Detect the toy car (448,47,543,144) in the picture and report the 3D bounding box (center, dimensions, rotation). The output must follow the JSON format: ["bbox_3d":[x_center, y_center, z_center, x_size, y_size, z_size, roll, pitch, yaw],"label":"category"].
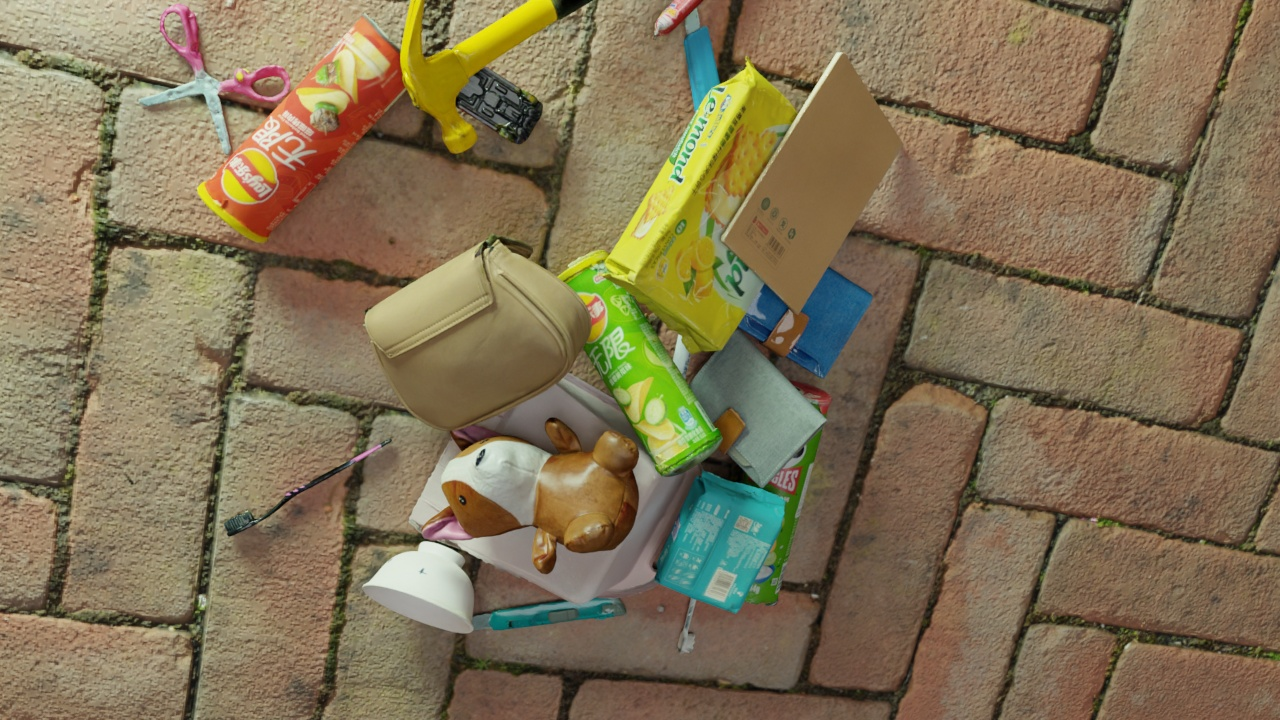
[{"bbox_3d":[-0.143,-0.244,0.846,0.106,0.031,0.049,28,97,-21],"label":"toy car"}]

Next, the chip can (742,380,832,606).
[{"bbox_3d":[0.141,0.141,0.973,0.072,0.072,0.236,9,103,-12],"label":"chip can"}]

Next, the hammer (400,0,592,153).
[{"bbox_3d":[-0.079,-0.314,0.809,0.300,0.033,0.129,-36,124,-11],"label":"hammer"}]

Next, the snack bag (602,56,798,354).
[{"bbox_3d":[0.074,-0.139,0.862,0.158,0.068,0.246,34,88,-45],"label":"snack bag"}]

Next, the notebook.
[{"bbox_3d":[0.170,-0.164,0.879,0.147,0.008,0.207,35,85,-44],"label":"notebook"}]

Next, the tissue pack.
[{"bbox_3d":[0.079,0.182,0.925,0.093,0.050,0.134,22,106,-6],"label":"tissue pack"}]

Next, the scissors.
[{"bbox_3d":[-0.382,-0.250,0.816,0.133,0.017,0.134,-14,110,-2],"label":"scissors"}]

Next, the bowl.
[{"bbox_3d":[-0.213,0.224,0.931,0.118,0.119,0.064,29,60,-15],"label":"bowl"}]

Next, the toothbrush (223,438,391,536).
[{"bbox_3d":[-0.334,0.124,0.921,0.189,0.014,0.018,-30,95,-1],"label":"toothbrush"}]

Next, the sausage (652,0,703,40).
[{"bbox_3d":[0.063,-0.352,0.850,0.155,0.020,0.020,-46,107,-7],"label":"sausage"}]

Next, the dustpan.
[{"bbox_3d":[-0.070,0.139,0.971,0.273,0.138,0.223,33,99,13],"label":"dustpan"}]

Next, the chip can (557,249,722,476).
[{"bbox_3d":[-0.005,0.005,0.875,0.072,0.072,0.221,-32,85,0],"label":"chip can"}]

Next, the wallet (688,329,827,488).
[{"bbox_3d":[0.107,0.050,0.918,0.129,0.036,0.107,48,117,19],"label":"wallet"}]

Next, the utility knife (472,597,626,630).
[{"bbox_3d":[-0.102,0.277,0.998,0.176,0.013,0.029,-5,104,-8],"label":"utility knife"}]

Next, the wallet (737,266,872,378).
[{"bbox_3d":[0.161,-0.056,0.944,0.133,0.040,0.106,31,93,-14],"label":"wallet"}]

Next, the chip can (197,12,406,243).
[{"bbox_3d":[-0.290,-0.203,0.813,0.216,0.073,0.073,-44,107,3],"label":"chip can"}]

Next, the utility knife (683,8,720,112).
[{"bbox_3d":[0.059,-0.281,0.878,0.034,0.018,0.218,-18,106,-18],"label":"utility knife"}]

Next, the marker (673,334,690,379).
[{"bbox_3d":[0.040,0.009,0.941,0.018,0.022,0.130,14,92,26],"label":"marker"}]

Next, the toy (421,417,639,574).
[{"bbox_3d":[-0.104,0.119,0.849,0.200,0.139,0.130,6,151,24],"label":"toy"}]

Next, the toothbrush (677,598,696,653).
[{"bbox_3d":[0.067,0.244,1.017,0.016,0.016,0.180,7,104,-19],"label":"toothbrush"}]

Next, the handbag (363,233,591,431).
[{"bbox_3d":[-0.149,-0.026,0.848,0.205,0.099,0.148,-24,115,29],"label":"handbag"}]
